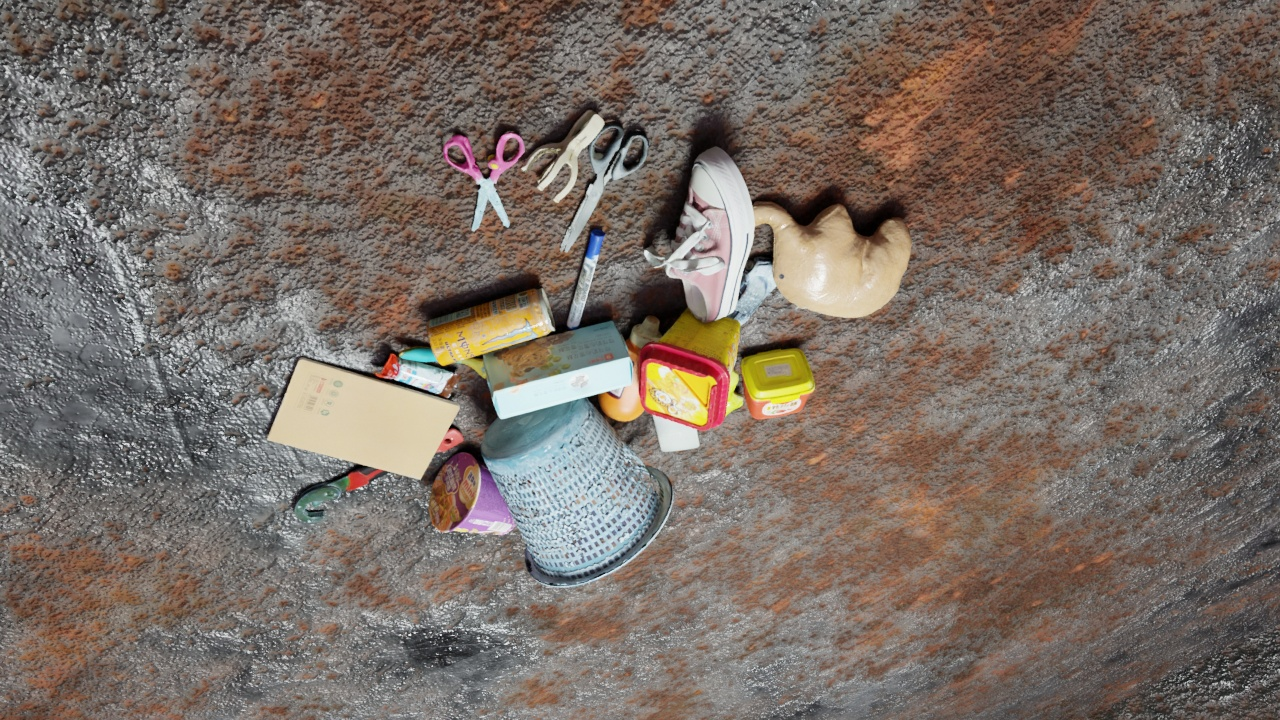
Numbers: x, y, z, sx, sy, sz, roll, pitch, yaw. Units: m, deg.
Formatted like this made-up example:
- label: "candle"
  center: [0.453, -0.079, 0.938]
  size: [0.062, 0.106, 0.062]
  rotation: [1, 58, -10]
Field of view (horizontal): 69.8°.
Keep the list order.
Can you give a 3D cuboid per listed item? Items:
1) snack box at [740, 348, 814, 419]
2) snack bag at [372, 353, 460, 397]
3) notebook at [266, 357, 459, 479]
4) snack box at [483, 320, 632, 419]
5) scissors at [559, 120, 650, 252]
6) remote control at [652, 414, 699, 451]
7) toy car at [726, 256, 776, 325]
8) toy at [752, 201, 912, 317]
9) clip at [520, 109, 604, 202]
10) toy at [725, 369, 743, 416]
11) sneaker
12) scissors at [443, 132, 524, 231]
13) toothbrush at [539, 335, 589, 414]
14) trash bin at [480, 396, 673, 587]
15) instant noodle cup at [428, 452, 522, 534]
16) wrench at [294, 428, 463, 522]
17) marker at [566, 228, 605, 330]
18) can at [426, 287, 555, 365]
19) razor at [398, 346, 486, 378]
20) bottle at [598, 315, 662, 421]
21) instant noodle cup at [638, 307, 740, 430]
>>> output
- label: "snack box"
  center: [0.185, 0.034, 1.259]
  size: [0.091, 0.082, 0.080]
  rotation: [-10, 147, -4]
- label: "snack bag"
  center: [-0.280, 0.018, 1.154]
  size: [0.105, 0.026, 0.045]
  rotation: [19, 122, -31]
- label: "notebook"
  center: [-0.359, 0.080, 1.190]
  size: [0.207, 0.008, 0.148]
  rotation: [19, 124, -24]
- label: "snack box"
  center: [-0.102, 0.010, 1.131]
  size: [0.174, 0.074, 0.052]
  rotation: [-15, 134, -10]
- label: "scissors"
  center: [-0.059, -0.193, 1.027]
  size: [0.175, 0.014, 0.133]
  rotation: [-27, 134, 15]
- label: "remote control"
  center: [0.047, 0.079, 1.288]
  size: [0.058, 0.021, 0.150]
  rotation: [-7, 140, 5]
- label: "toy car"
  center: [0.137, -0.085, 1.163]
  size: [0.049, 0.031, 0.106]
  rotation: [18, 124, -31]
- label: "toy"
  center: [0.223, -0.123, 1.121]
  size: [0.225, 0.082, 0.143]
  rotation: [10, 109, -20]
- label: "clip"
  center: [-0.077, -0.209, 0.966]
  size: [0.102, 0.095, 0.035]
  rotation: [-28, 140, 25]
- label: "toy"
  center: [0.103, 0.047, 1.277]
  size: [0.097, 0.031, 0.100]
  rotation: [-37, 130, 25]
- label: "sneaker"
  center: [0.067, -0.130, 1.056]
  size: [0.087, 0.118, 0.241]
  rotation: [-24, 143, -21]
- label: "scissors"
  center: [-0.175, -0.193, 0.993]
  size: [0.108, 0.017, 0.136]
  rotation: [6, 134, -24]
- label: "toothbrush"
  center: [-0.099, 0.012, 1.199]
  size: [0.029, 0.020, 0.190]
  rotation: [-49, 138, -22]
- label: "trash bin"
  center: [-0.098, 0.148, 1.205]
  size: [0.227, 0.226, 0.195]
  rotation: [-25, 116, 9]
- label: "instant noodle cup"
  center: [-0.224, 0.193, 1.285]
  size: [0.112, 0.111, 0.099]
  rotation: [-42, 138, 23]
- label: "wrench"
  center: [-0.366, 0.156, 1.267]
  size: [0.274, 0.016, 0.056]
  rotation: [-27, 133, 11]
- label: "marker"
  center: [-0.068, -0.095, 1.110]
  size: [0.017, 0.016, 0.146]
  rotation: [4, 131, -18]
- label: "can"
  center: [-0.179, -0.041, 1.102]
  size: [0.146, 0.058, 0.058]
  rotation: [-17, 134, 1]
- label: "razor"
  center: [-0.237, 0.001, 1.147]
  size: [0.132, 0.028, 0.043]
  rotation: [12, 127, -28]
- label: "bottle"
  center: [-0.007, 0.007, 1.194]
  size: [0.066, 0.066, 0.150]
  rotation: [8, 122, -21]
- label: "instant noodle cup"
  center: [0.068, 0.004, 1.151]
  size: [0.116, 0.123, 0.116]
  rotation: [17, 135, 16]
